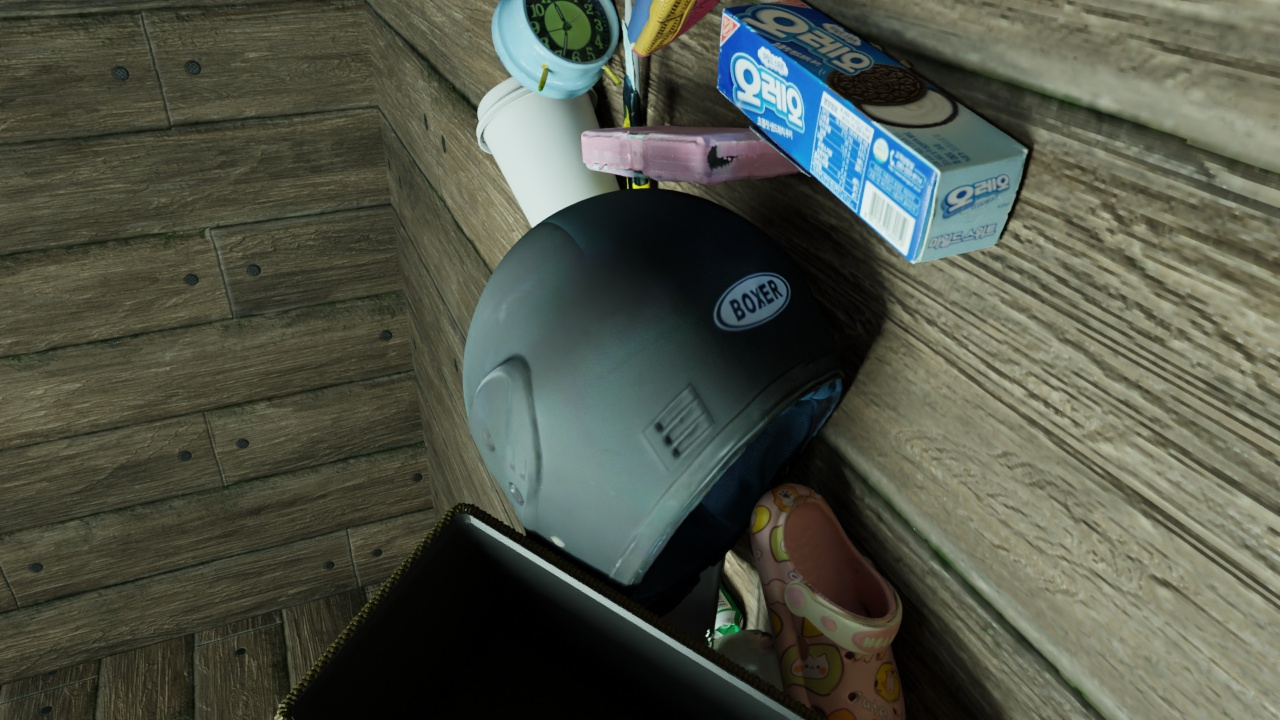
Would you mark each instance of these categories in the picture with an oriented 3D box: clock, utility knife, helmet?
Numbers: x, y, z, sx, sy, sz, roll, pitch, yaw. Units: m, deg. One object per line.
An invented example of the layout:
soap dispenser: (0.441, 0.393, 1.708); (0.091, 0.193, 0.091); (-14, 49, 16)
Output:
clock: (-0.082, -0.329, 0.868); (0.060, 0.117, 0.162); (-20, 88, 59)
utility knife: (-0.006, -0.202, 0.811); (0.214, 0.020, 0.028); (85, 161, -51)
helmet: (-0.010, 0.023, 0.666); (0.236, 0.248, 0.317); (44, 141, 20)

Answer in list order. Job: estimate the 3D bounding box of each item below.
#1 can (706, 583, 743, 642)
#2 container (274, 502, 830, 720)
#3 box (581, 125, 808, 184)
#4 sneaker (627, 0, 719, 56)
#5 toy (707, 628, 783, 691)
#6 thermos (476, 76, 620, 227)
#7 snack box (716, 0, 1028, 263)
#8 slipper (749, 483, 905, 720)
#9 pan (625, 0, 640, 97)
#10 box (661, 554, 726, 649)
can: (0.058, 0.234, 0.897); (0.101, 0.053, 0.053); (-129, 33, -51)
container: (-0.035, 0.278, 0.599); (0.321, 0.176, 0.205); (27, 146, 19)
box: (0.034, -0.156, 0.689); (0.233, 0.098, 0.037); (-150, 56, -62)
sneaker: (0.033, -0.304, 0.611); (0.091, 0.116, 0.242); (47, 152, 2)
toy: (0.087, 0.312, 0.756); (0.139, 0.101, 0.179); (93, 178, -61)
thermos: (-0.074, -0.173, 0.937); (0.221, 0.131, 0.132); (67, 158, 8)
snack box: (0.118, -0.140, 0.522); (0.226, 0.059, 0.059); (-123, 25, -45)
slipper: (0.140, 0.174, 0.618); (0.082, 0.093, 0.197); (-30, 70, 47)
pan: (-0.008, -0.332, 0.748); (0.357, 0.051, 0.200); (77, 177, -46)
box: (0.031, 0.197, 0.783); (0.215, 0.081, 0.063); (-68, -16, -60)
